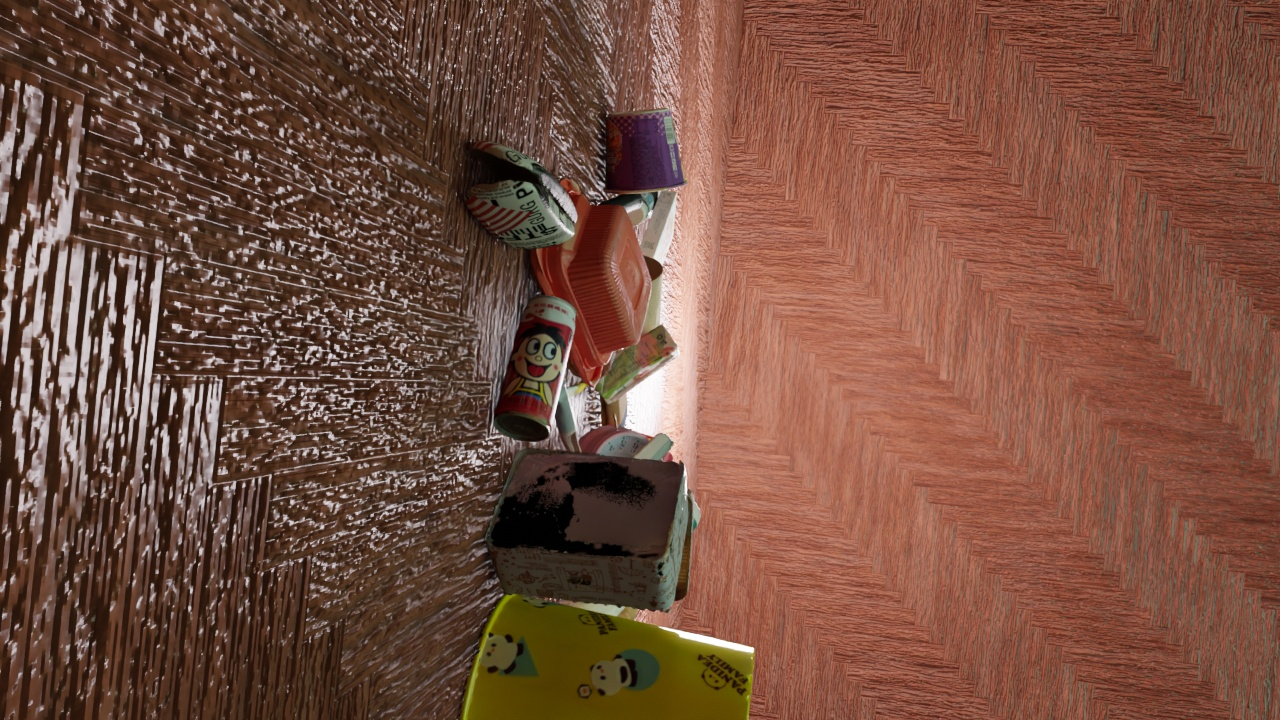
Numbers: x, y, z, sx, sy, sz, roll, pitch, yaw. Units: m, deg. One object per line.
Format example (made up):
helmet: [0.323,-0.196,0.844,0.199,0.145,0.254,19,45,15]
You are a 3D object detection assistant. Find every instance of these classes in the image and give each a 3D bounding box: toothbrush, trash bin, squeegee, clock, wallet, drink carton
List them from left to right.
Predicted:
toothbrush: [-0.082,0.033,1.106,0.191,0.018,0.016,-32,129,-76]
squeegee: [-0.076,0.081,1.028,0.247,0.040,0.250,-43,135,-30]
toothbrush: [-0.043,-0.179,1.115,0.212,0.026,0.027,-44,132,-63]
clock: [-0.035,0.156,1.143,0.060,0.117,0.158,-7,-126,64]
wallet: [-0.039,0.046,1.329,0.090,0.033,0.115,-77,168,-53]
trash bin: [-0.023,0.358,0.904,0.229,0.255,0.229,6,89,-80]
drink carton: [-0.007,0.007,1.226,0.045,0.122,0.053,54,-4,17]

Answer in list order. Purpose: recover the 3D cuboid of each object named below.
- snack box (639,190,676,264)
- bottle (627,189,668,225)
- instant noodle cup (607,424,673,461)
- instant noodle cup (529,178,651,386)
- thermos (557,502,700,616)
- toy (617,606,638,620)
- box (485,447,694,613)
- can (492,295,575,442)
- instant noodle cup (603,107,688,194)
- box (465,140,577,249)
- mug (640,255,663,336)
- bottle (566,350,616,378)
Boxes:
snack box: [0.023,-0.174,1.369,0.085,0.027,0.156,93,12,-49]
bottle: [0.008,-0.254,1.400,0.194,0.044,0.080,-67,161,-59]
instant noodle cup: [-0.026,0.170,1.270,0.115,0.116,0.124,-56,162,-70]
instant noodle cup: [-0.045,-0.088,0.973,0.164,0.079,0.189,-78,154,-46]
thermos: [-0.010,0.259,1.191,0.223,0.073,0.073,-43,150,-25]
toy: [-0.025,0.311,1.295,0.225,0.082,0.143,-66,-170,-8]
box: [-0.043,0.195,0.933,0.155,0.183,0.193,-73,162,-49]
can: [-0.097,0.006,0.861,0.053,0.053,0.132,81,18,-58]
instant noodle cup: [0.001,-0.270,1.178,0.111,0.112,0.099,-59,144,-69]
box: [-0.093,-0.143,0.763,0.163,0.075,0.081,42,45,-76]
mug: [-0.017,-0.092,1.269,0.124,0.084,0.104,-116,-158,-52]
bottle: [-0.040,-0.067,1.131,0.060,0.060,0.205,86,17,-47]
